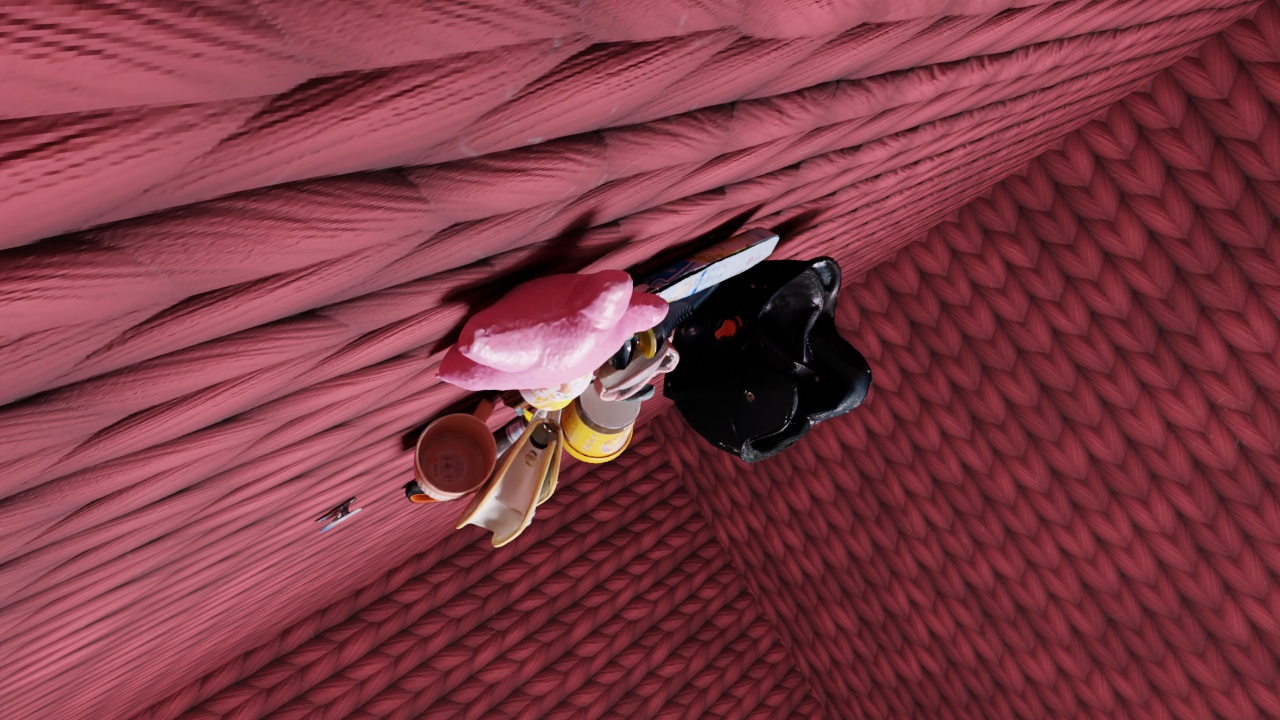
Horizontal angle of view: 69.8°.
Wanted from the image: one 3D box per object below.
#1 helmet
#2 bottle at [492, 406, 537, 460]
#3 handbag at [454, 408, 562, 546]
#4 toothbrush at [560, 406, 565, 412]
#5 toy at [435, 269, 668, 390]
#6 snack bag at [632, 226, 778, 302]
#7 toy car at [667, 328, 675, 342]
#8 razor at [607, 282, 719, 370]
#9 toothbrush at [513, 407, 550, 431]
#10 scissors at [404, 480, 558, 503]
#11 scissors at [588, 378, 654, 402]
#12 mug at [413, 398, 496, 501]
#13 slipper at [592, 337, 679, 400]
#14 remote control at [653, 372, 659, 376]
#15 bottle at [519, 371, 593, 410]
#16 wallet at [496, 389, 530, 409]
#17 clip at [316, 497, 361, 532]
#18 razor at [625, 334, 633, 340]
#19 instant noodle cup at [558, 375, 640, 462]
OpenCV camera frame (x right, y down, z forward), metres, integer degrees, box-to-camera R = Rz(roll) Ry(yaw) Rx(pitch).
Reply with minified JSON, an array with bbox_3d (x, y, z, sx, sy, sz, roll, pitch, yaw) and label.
[{"bbox_3d":[0.150,-0.010,1.153,0.233,0.230,0.275,-6,112,-55],"label":"helmet"},{"bbox_3d":[-0.204,0.127,1.330,0.195,0.044,0.079,-36,166,25],"label":"bottle"},{"bbox_3d":[-0.124,0.113,1.008,0.178,0.063,0.164,-62,-170,-27],"label":"handbag"},{"bbox_3d":[-0.104,0.047,1.257,0.026,0.027,0.213,-63,-177,-17],"label":"toothbrush"},{"bbox_3d":[-0.075,-0.017,0.660,0.179,0.074,0.194,-23,173,12],"label":"toy"},{"bbox_3d":[0.040,-0.078,0.888,0.190,0.039,0.110,-27,-170,-31],"label":"snack bag"},{"bbox_3d":[0.075,-0.058,1.275,0.056,0.037,0.123,-28,172,-48],"label":"toy car"},{"bbox_3d":[0.023,-0.055,0.962,0.167,0.067,0.062,-39,159,-31],"label":"razor"},{"bbox_3d":[-0.139,0.081,1.207,0.016,0.018,0.191,-27,161,0],"label":"toothbrush"},{"bbox_3d":[-0.230,0.174,1.319,0.228,0.021,0.221,-13,150,-6],"label":"scissors"},{"bbox_3d":[0.008,0.018,1.262,0.171,0.019,0.170,-16,-161,-8],"label":"scissors"},{"bbox_3d":[-0.194,0.094,0.985,0.114,0.081,0.106,-61,-173,-20],"label":"mug"},{"bbox_3d":[-0.007,0.006,1.095,0.114,0.054,0.274,-34,-174,-2],"label":"slipper"},{"bbox_3d":[0.004,-0.003,1.239,0.056,0.020,0.135,-32,-164,9],"label":"remote control"},{"bbox_3d":[-0.074,0.005,0.872,0.063,0.063,0.109,-28,173,-37],"label":"bottle"},{"bbox_3d":[-0.107,0.021,1.022,0.101,0.032,0.124,-29,174,-4],"label":"wallet"},{"bbox_3d":[-0.365,0.187,1.113,0.058,0.036,0.025,-30,173,8],"label":"clip"},{"bbox_3d":[-0.040,-0.011,0.900,0.043,0.028,0.133,-34,-179,-30],"label":"razor"},{"bbox_3d":[-0.059,0.078,1.365,0.118,0.118,0.115,-29,165,-26],"label":"instant noodle cup"}]
